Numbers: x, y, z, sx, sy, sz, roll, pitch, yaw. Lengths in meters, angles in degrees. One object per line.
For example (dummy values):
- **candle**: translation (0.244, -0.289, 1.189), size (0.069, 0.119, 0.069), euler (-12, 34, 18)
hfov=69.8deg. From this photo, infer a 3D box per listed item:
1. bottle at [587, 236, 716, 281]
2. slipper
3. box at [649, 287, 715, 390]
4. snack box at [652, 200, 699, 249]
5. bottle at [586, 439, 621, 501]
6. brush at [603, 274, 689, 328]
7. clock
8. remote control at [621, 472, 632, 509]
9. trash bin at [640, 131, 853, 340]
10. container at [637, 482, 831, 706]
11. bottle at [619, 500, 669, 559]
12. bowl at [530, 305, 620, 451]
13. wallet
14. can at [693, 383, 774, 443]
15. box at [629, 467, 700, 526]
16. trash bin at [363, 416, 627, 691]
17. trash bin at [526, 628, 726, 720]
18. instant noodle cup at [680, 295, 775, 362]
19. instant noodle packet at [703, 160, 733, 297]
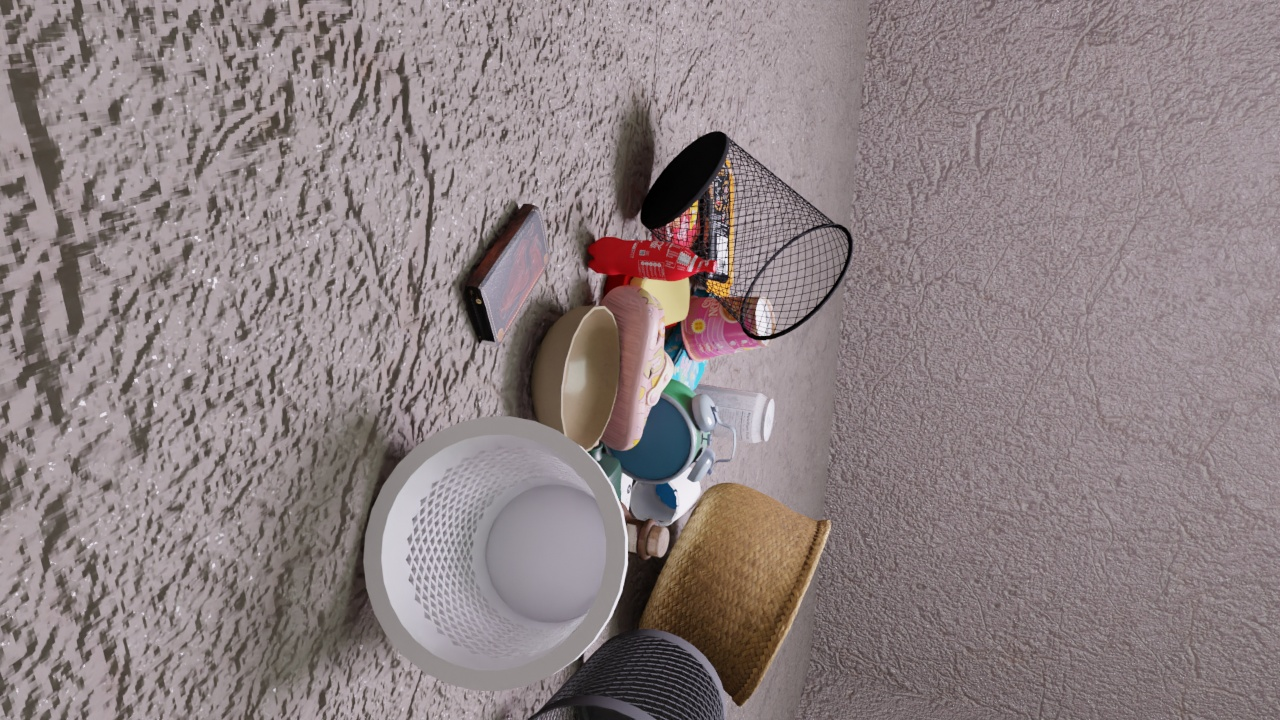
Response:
- **bottle**: translation (0.012, -0.108, 0.988), size (0.042, 0.142, 0.042), euler (9, 89, -71)
- **slipper**: translation (-0.006, 0.006, 1.046), size (0.081, 0.093, 0.197), euler (-12, 121, -41)
- **box**: translation (0.068, -0.009, 1.346), size (0.226, 0.041, 0.094), euler (-60, 151, -47)
- **snack box**: translation (0.050, -0.180, 1.252), size (0.132, 0.021, 0.089), euler (-61, 151, -46)
- **bottle**: translation (-0.056, 0.139, 1.020), size (0.061, 0.061, 0.131), euler (-49, 143, -61)
- **brush**: translation (0.015, -0.075, 1.127), size (0.173, 0.042, 0.082), euler (-21, 113, -61)
- **clock**: translation (0.038, 0.087, 1.114), size (0.075, 0.162, 0.122), euler (-33, 129, -64)
- **remote control**: translation (-0.026, 0.187, 1.199), size (0.043, 0.013, 0.136), euler (1, 96, -71)
- **trash bin**: translation (0.124, -0.159, 1.137), size (0.210, 0.185, 0.183), euler (38, 54, -25)
- **container**: translation (0.132, 0.330, 1.351), size (0.306, 0.196, 0.307), euler (-59, 169, -19)
- **bottle**: translation (-0.050, 0.163, 0.898), size (0.067, 0.157, 0.068), euler (9, 89, -71)
- **bowl**: translation (-0.071, 0.016, 0.940), size (0.152, 0.050, 0.152), euler (9, 89, -71)
- **wallet**: translation (-0.117, -0.077, 0.818), size (0.072, 0.019, 0.122), euler (84, 23, -46)
- **can**: translation (0.133, 0.082, 1.424), size (0.078, 0.136, 0.078), euler (9, 89, -71)
- **box**: translation (0.032, 0.157, 1.260), size (0.140, 0.083, 0.142), euler (-17, 120, -68)
- **trash bin**: translation (-0.094, 0.158, 0.760), size (0.199, 0.195, 0.195), euler (58, 43, -76)
- **trash bin**: translation (-0.015, 0.440, 1.045), size (0.227, 0.218, 0.218), euler (-24, 121, -72)
- **instant noodle cup**: translation (0.126, -0.050, 1.291), size (0.097, 0.109, 0.097), euler (17, 70, -58)
- **instant noodle packet**: translation (0.120, -0.208, 1.393), size (0.159, 0.032, 0.220), euler (1, 89, -73)
